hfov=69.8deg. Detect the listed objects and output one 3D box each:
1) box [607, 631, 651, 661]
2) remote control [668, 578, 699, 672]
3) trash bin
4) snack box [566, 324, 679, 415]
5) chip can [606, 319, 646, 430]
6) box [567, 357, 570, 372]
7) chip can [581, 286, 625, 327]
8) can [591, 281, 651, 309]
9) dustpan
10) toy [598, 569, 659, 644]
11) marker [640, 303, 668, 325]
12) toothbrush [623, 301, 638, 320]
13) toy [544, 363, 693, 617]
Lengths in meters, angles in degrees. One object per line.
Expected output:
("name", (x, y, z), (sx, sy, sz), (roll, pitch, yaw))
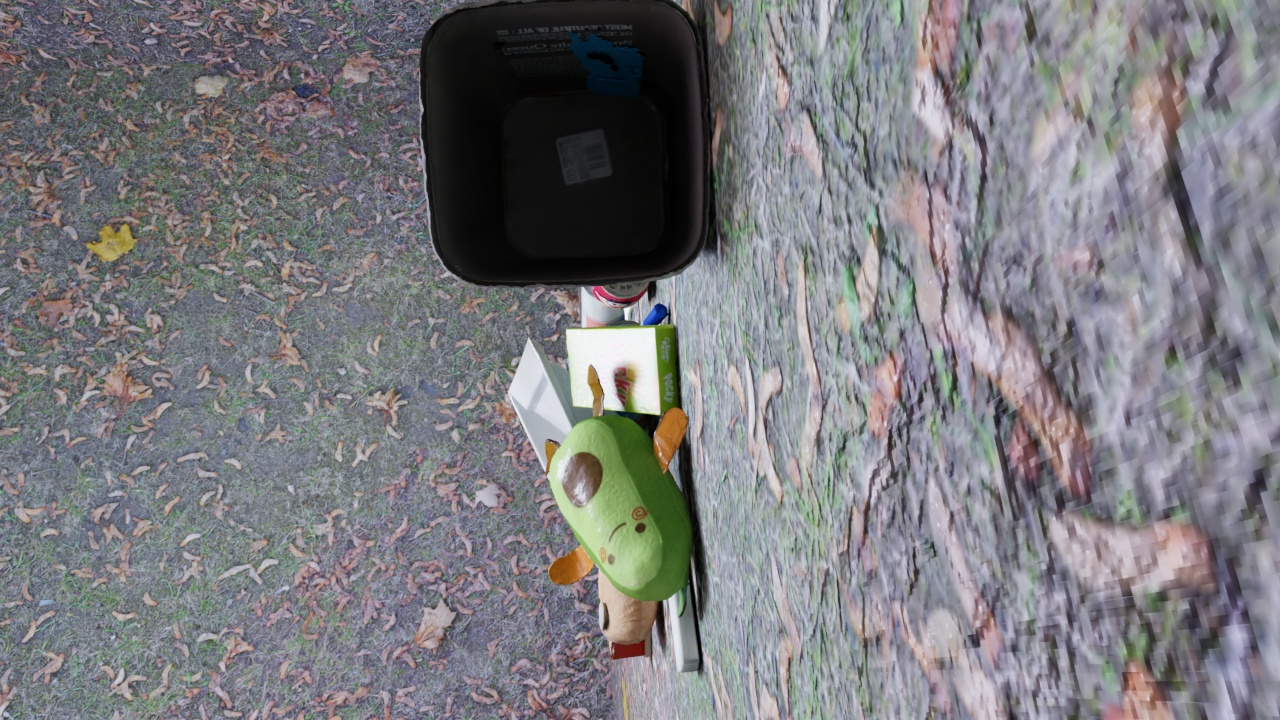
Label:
("box", (-0.033, 0.374, 1.420), (0.168, 0.080, 0.091), (-105, 11, -59))
("remote control", (0.039, 0.234, 0.896), (0.056, 0.019, 0.135), (97, 167, -63))
("trash bin", (-0.051, -0.161, 0.730), (0.219, 0.199, 0.198), (-84, -8, -83))
("snack box", (-0.021, 0.008, 0.931), (0.157, 0.026, 0.086), (2, 98, 53))
("chip can", (-0.021, 0.033, 1.104), (0.211, 0.071, 0.071), (98, 167, -62))
("box", (-0.053, 0.042, 1.306), (0.184, 0.061, 0.090), (-146, 41, -73))
("chip can", (-0.053, -0.073, 1.340), (0.215, 0.071, 0.071), (99, 165, -67))
("can", (-0.022, -0.095, 1.039), (0.094, 0.066, 0.066), (152, 114, -84))
("dustpan", (-0.087, 0.135, 1.114), (0.142, 0.258, 0.223), (-54, 0, -24))
("toy", (-0.021, 0.261, 1.220), (0.144, 0.082, 0.225), (147, 122, -68))
("marker", (-0.012, -0.011, 0.953), (0.146, 0.017, 0.016), (-49, 38, 45))
("toothbrush", (-0.007, 0.007, 1.211), (0.029, 0.020, 0.189), (8, 106, 51))
("toy", (-0.025, 0.128, 0.876), (0.227, 0.089, 0.246), (-57, 50, 24))
